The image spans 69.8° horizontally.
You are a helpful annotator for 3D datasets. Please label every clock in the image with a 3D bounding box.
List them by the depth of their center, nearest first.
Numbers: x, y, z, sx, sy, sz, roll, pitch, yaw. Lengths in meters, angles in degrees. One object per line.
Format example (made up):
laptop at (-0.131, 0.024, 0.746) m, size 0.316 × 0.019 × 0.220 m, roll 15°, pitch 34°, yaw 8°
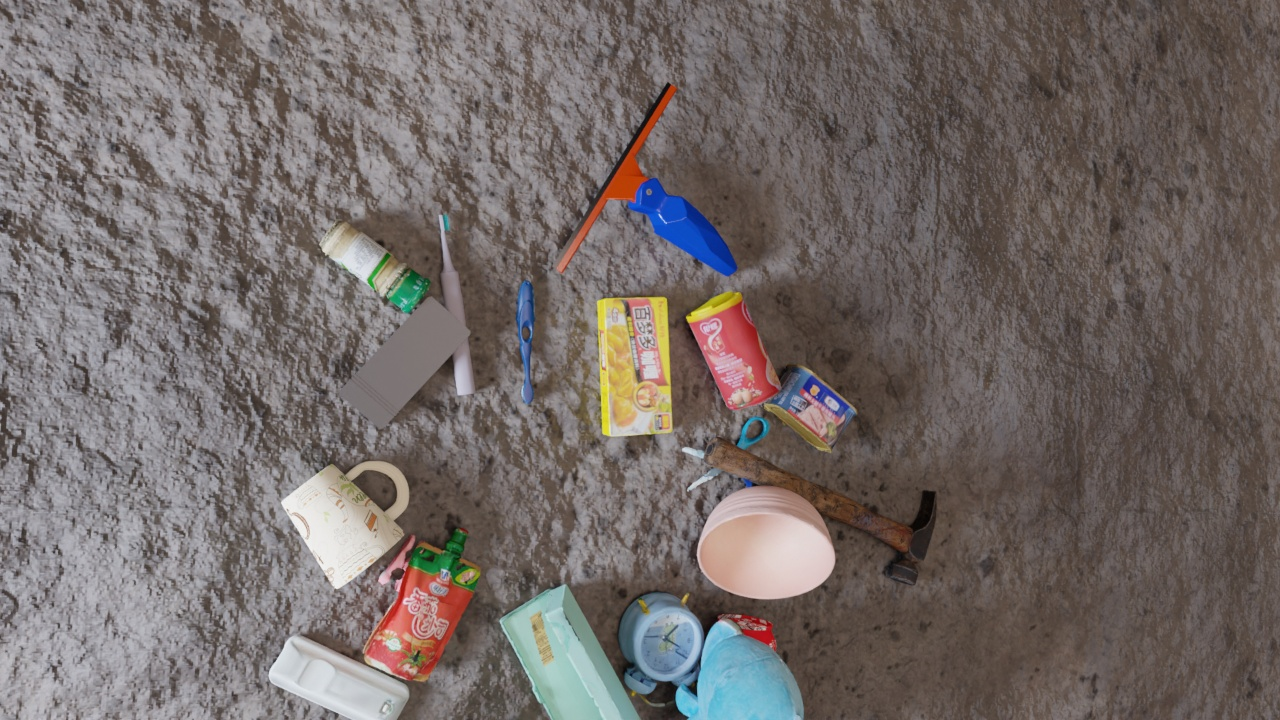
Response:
clock at (0.024, 0.318, 1.008) m, size 0.088 × 0.052 × 0.124 m, roll 0°, pitch 93°, yaw -21°

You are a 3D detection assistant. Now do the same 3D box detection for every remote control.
remote control at (-0.295, 0.319, 0.902) m, size 0.133 × 0.022 × 0.050 m, roll 33°, pitch 78°, yaw -17°
remote control at (-0.236, 0.002, 0.924) m, size 0.058 × 0.013 × 0.133 m, roll 44°, pitch 83°, yaw -10°

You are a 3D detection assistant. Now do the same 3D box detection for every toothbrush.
toothbrush at (-0.193, -0.058, 0.950) m, size 0.019 × 0.018 × 0.188 m, roll -9°, pitch 92°, yaw -19°
toothbrush at (-0.122, -0.020, 0.979) m, size 0.021 × 0.016 × 0.132 m, roll 0°, pitch 86°, yaw -21°

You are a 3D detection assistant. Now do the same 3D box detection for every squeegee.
squeegee at (0.041, -0.154, 1.022) m, size 0.184 × 0.055 × 0.249 m, roll 37°, pitch 77°, yaw -27°

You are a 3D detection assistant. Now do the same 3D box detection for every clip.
clip at (-0.236, 0.208, 0.928) m, size 0.060 × 0.023 × 0.043 m, roll -40°, pitch 106°, yaw -15°

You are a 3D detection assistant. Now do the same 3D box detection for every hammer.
hammer at (0.218, 0.158, 1.087) m, size 0.330 × 0.033 × 0.120 m, roll 26°, pitch 76°, yaw -22°

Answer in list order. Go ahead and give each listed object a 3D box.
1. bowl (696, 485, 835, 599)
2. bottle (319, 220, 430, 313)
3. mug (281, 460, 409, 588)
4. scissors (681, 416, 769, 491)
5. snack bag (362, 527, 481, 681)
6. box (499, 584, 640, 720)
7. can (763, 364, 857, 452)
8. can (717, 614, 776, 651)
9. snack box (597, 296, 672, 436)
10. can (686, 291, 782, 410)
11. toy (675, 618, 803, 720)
bowl at (0.139, 0.192, 1.022) m, size 0.153 × 0.153 × 0.076 m, roll 29°, pitch 38°, yaw -18°
bottle at (-0.263, -0.094, 0.912) m, size 0.110 × 0.043 × 0.042 m, roll 37°, pitch 77°, yaw -16°
mug at (-0.278, 0.144, 0.894) m, size 0.097 × 0.081 × 0.121 m, roll 52°, pitch 52°, yaw -5°
scissors at (0.109, 0.126, 1.063) m, size 0.130 × 0.014 × 0.117 m, roll -30°, pitch 101°, yaw -19°
snack bag at (-0.214, 0.242, 0.928) m, size 0.087 × 0.044 × 0.155 m, roll 36°, pitch 72°, yaw -36°
box at (-0.078, 0.341, 0.971) m, size 0.091 × 0.077 × 0.188 m, roll -26°, pitch 99°, yaw 5°
can at (0.198, 0.056, 1.078) m, size 0.100 × 0.054 × 0.059 m, roll 39°, pitch 78°, yaw -15°
can at (0.109, 0.363, 1.026) m, size 0.074 × 0.074 × 0.142 m, roll 8°, pitch 86°, yaw -20°
snack box at (-0.006, 0.006, 1.015) m, size 0.075 × 0.025 × 0.152 m, roll -2°, pitch 90°, yaw -21°
can at (0.105, -0.010, 1.036) m, size 0.066 × 0.067 × 0.124 m, roll -28°, pitch 99°, yaw -19°
toy at (0.100, 0.371, 0.936) m, size 0.114 × 0.183 × 0.181 m, roll 13°, pitch 113°, yaw -35°
